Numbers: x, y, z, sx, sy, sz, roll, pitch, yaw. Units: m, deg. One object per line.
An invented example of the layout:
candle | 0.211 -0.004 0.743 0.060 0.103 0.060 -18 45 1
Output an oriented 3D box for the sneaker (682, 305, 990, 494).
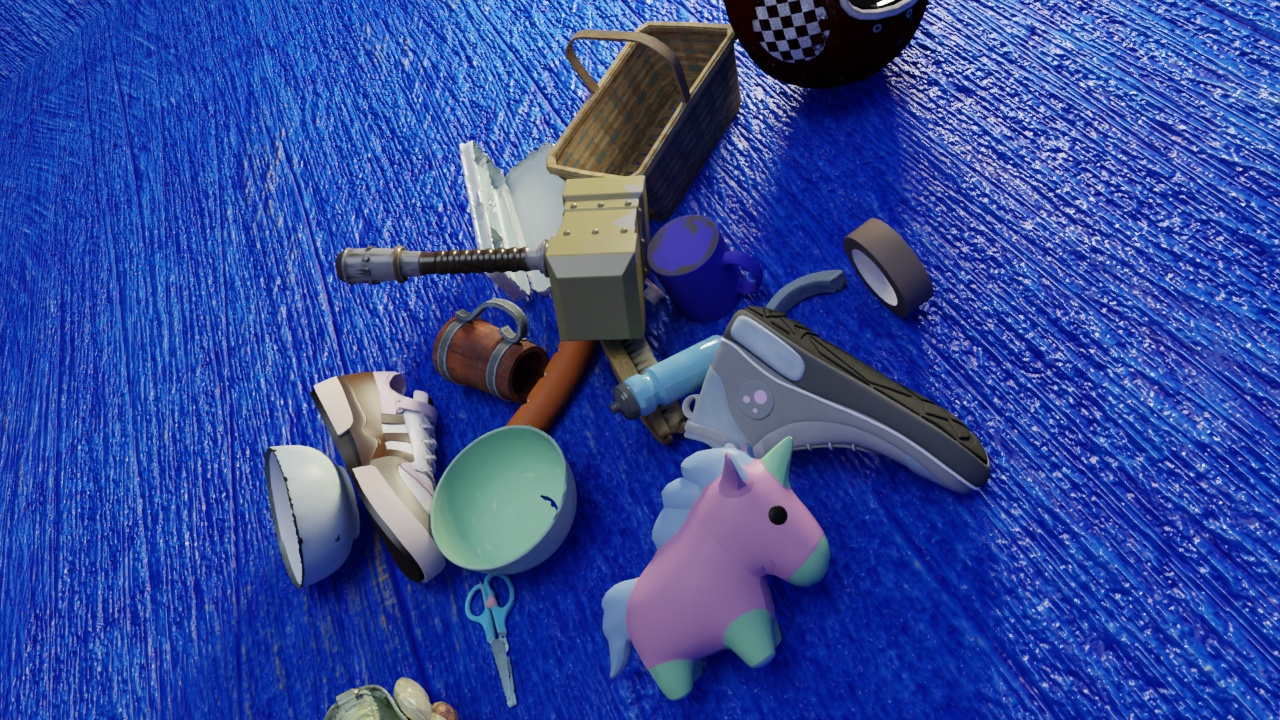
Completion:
sneaker | 0.158 0.073 0.803 0.257 0.092 0.161 36 109 22

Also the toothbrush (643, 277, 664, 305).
toothbrush | -0.025 -0.118 1.072 0.018 0.015 0.181 -44 49 2

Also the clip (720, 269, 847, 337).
clip | 0.157 -0.039 0.912 0.169 0.031 0.164 19 67 35

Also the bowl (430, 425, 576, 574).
bowl | -0.123 0.145 0.898 0.151 0.077 0.150 -14 53 19

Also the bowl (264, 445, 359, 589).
bowl | -0.349 0.160 0.983 0.072 0.154 0.153 -13 40 -31

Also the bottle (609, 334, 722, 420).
bottle | 0.028 0.019 0.874 0.130 0.040 0.040 -26 46 -17

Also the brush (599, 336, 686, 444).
brush | -0.006 0.005 0.945 0.043 0.059 0.195 -26 53 -5

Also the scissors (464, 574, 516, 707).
scissors | -0.135 0.263 0.867 0.055 0.015 0.136 -28 46 6

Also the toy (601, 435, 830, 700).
toy | 0.050 0.168 0.745 0.222 0.120 0.171 -27 82 13

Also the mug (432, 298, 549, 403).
mug | -0.164 -0.016 1.014 0.111 0.117 0.081 19 32 33

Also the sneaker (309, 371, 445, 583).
sneaker | -0.252 0.110 0.992 0.116 0.112 0.294 -27 46 -18

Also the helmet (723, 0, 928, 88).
helmet | 0.207 -0.437 1.011 0.234 0.254 0.232 -5 42 28

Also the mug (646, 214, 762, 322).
mug | 0.073 -0.094 0.956 0.111 0.083 0.079 6 61 31

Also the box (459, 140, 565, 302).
box | -0.152 -0.184 1.101 0.130 0.105 0.210 -32 59 17

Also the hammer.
hammer | -0.157 -0.104 0.958 0.325 0.101 0.189 -2 38 6

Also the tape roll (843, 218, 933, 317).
tape roll | 0.231 -0.087 0.859 0.030 0.094 0.093 -37 49 0

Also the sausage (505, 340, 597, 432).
sausage | -0.093 0.026 0.991 0.044 0.039 0.164 18 68 33

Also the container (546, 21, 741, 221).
container | 0.001 -0.307 1.074 0.158 0.186 0.249 18 68 36

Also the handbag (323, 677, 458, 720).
handbag | -0.191 0.361 0.775 0.117 0.113 0.186 -24 52 -6
